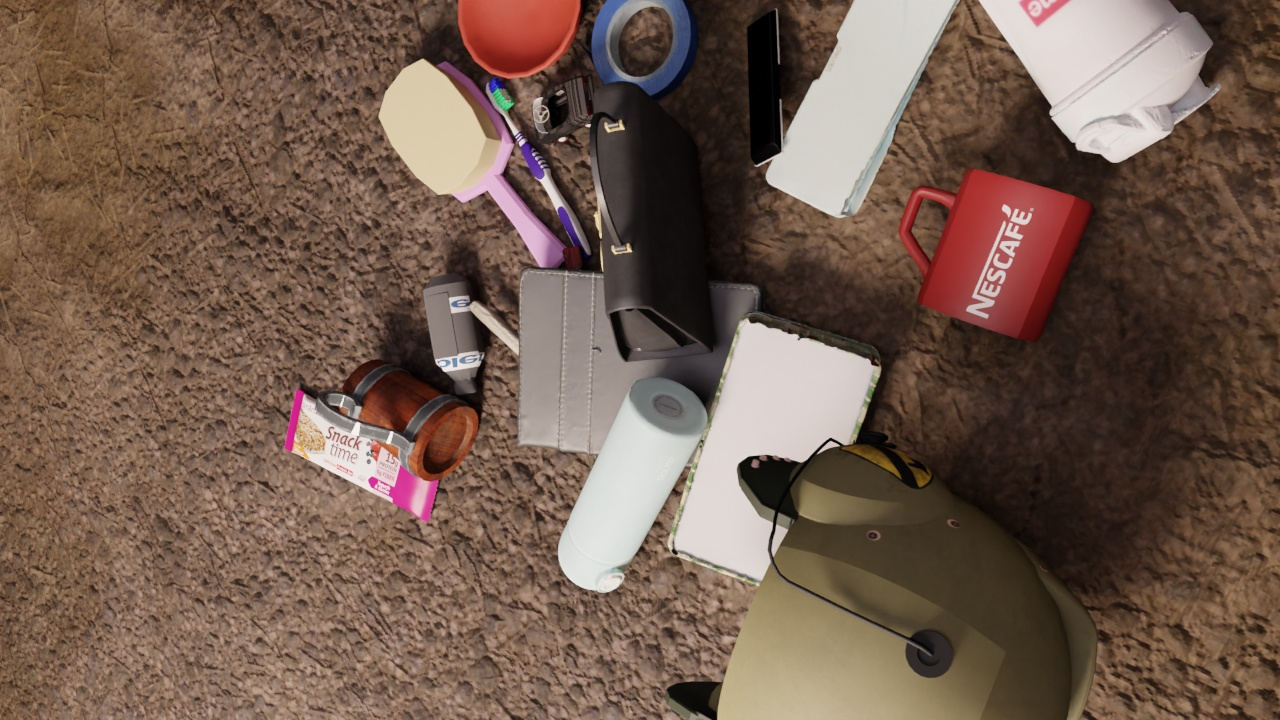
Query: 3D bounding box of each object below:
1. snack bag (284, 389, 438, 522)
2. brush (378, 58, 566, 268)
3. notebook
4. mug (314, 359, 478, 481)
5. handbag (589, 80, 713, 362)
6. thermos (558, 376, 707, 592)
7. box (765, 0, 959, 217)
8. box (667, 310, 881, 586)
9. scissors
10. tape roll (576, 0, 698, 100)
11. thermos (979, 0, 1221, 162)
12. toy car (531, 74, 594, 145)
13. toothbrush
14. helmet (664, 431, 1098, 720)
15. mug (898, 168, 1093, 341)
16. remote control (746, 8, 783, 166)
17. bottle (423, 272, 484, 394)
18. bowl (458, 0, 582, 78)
[{"bbox_3d":[-0.285,0.095,0.933,0.197,0.016,0.070,22,103,22],"label":"snack bag"},{"bbox_3d":[-0.147,-0.171,0.825,0.089,0.043,0.228,-43,77,22],"label":"brush"},{"bbox_3d":[-0.005,0.005,0.772,0.209,0.029,0.169,6,100,13],"label":"notebook"},{"bbox_3d":[-0.229,0.054,0.849,0.111,0.117,0.081,29,107,23],"label":"mug"},{"bbox_3d":[-0.006,-0.107,0.654,0.072,0.195,0.175,-6,77,13],"label":"handbag"},{"bbox_3d":[-0.012,0.108,0.748,0.078,0.065,0.207,62,141,38],"label":"thermos"},{"bbox_3d":[0.167,-0.205,0.673,0.083,0.067,0.199,37,109,38],"label":"box"},{"bbox_3d":[0.102,0.072,0.717,0.118,0.050,0.206,17,102,9],"label":"box"},{"bbox_3d":[-0.073,-0.008,0.815,0.179,0.015,0.199,13,103,15],"label":"scissors"},{"bbox_3d":[0.003,-0.264,0.760,0.093,0.016,0.091,-41,78,23],"label":"tape roll"},{"bbox_3d":[0.265,-0.232,0.585,0.099,0.099,0.220,-39,87,23],"label":"thermos"},{"bbox_3d":[-0.066,-0.210,0.772,0.092,0.037,0.040,-4,96,58],"label":"toy car"},{"bbox_3d":[-0.090,-0.171,0.813,0.016,0.015,0.186,-34,81,31],"label":"toothbrush"},{"bbox_3d":[0.158,0.183,0.591,0.233,0.255,0.250,22,106,24],"label":"helmet"},{"bbox_3d":[0.236,-0.078,0.637,0.116,0.080,0.097,24,105,28],"label":"mug"},{"bbox_3d":[0.094,-0.210,0.699,0.028,0.011,0.124,-18,66,49],"label":"remote control"},{"bbox_3d":[-0.171,-0.024,0.850,0.047,0.046,0.112,-8,92,25],"label":"bottle"},{"bbox_3d":[-0.098,-0.303,0.792,0.122,0.035,0.122,3,97,25],"label":"bowl"}]
